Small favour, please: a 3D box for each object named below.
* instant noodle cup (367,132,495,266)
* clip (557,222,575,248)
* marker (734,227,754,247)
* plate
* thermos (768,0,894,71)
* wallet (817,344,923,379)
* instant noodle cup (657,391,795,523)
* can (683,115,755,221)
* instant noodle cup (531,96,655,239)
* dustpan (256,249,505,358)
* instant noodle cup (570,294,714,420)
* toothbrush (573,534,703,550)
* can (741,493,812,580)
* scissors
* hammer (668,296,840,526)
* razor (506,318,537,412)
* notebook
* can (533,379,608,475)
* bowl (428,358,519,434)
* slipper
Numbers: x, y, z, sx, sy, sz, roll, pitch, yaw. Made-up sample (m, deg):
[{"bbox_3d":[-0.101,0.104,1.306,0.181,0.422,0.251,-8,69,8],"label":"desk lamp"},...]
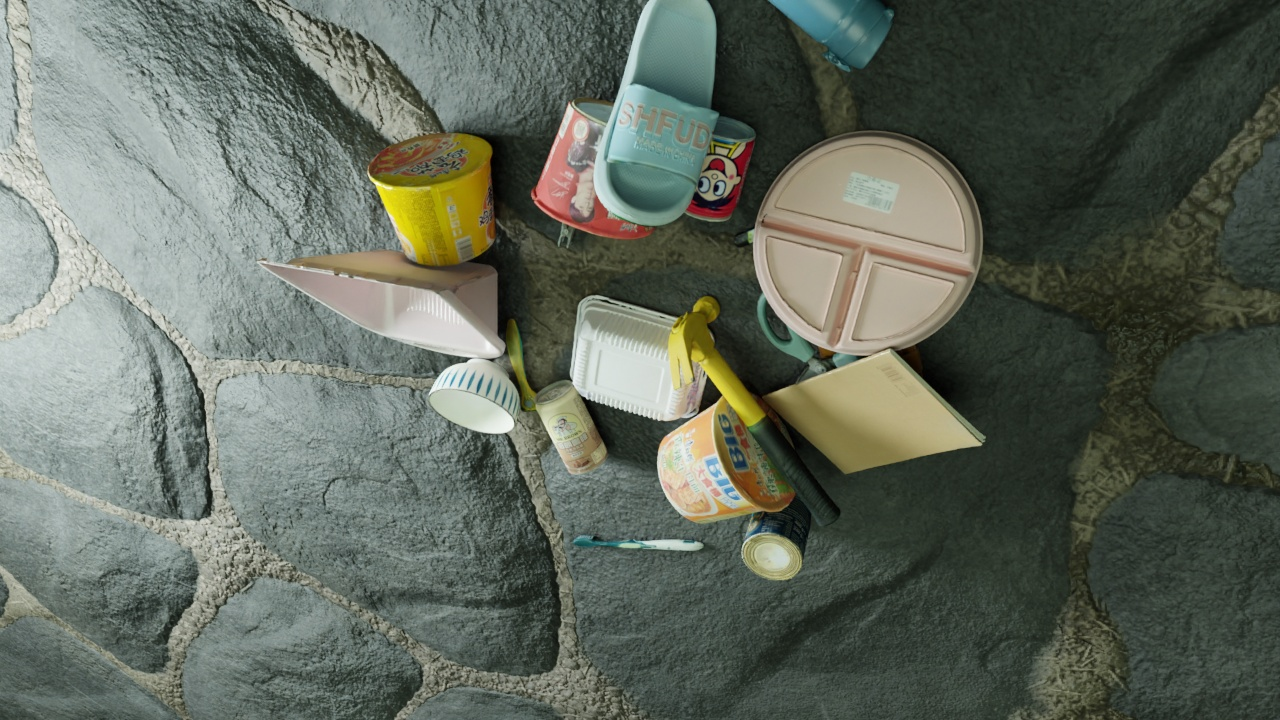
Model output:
[{"bbox_3d":[-0.227,-0.181,1.043,0.138,0.137,0.110,7,130,15],"label":"instant noodle cup"},{"bbox_3d":[-0.084,-0.156,1.068,0.041,0.026,0.058,16,127,1],"label":"clip"},{"bbox_3d":[0.155,-0.150,0.994,0.124,0.015,0.018,-20,110,31],"label":"marker"},{"bbox_3d":[0.226,-0.118,0.932,0.230,0.028,0.229,3,98,19],"label":"plate"},{"bbox_3d":[0.136,-0.357,0.846,0.220,0.070,0.070,39,124,-6],"label":"thermos"},{"bbox_3d":[0.266,0.002,1.031,0.119,0.035,0.131,-7,123,28],"label":"wallet"},{"bbox_3d":[0.100,0.123,1.102,0.112,0.151,0.151,-29,107,39],"label":"instant noodle cup"},{"bbox_3d":[0.078,-0.200,0.959,0.066,0.066,0.094,18,124,8],"label":"can"},{"bbox_3d":[-0.036,-0.204,0.961,0.138,0.137,0.109,22,118,6],"label":"instant noodle cup"},{"bbox_3d":[-0.274,-0.047,1.075,0.223,0.272,0.139,11,105,17],"label":"dustpan"},{"bbox_3d":[-0.007,0.007,1.116,0.173,0.060,0.138,15,123,8],"label":"instant noodle cup"},{"bbox_3d":[-0.004,0.256,1.289,0.192,0.018,0.016,-2,118,18],"label":"toothbrush"},{"bbox_3d":[0.172,0.211,1.142,0.075,0.110,0.075,9,122,14],"label":"can"},{"bbox_3d":[0.192,-0.029,1.006,0.181,0.019,0.171,34,135,-3],"label":"scissors"},{"bbox_3d":[0.133,0.070,1.052,0.033,0.128,0.301,-29,105,40],"label":"hammer"},{"bbox_3d":[-0.152,0.009,1.188,0.043,0.028,0.133,-1,117,23],"label":"razor"},{"bbox_3d":[0.252,0.064,1.026,0.149,0.012,0.212,41,148,-14],"label":"notebook"},{"bbox_3d":[-0.090,0.088,1.192,0.059,0.058,0.116,-14,114,25],"label":"can"},{"bbox_3d":[-0.209,0.040,1.189,0.116,0.066,0.117,12,151,7],"label":"bowl"},{"bbox_3d":[0.029,-0.244,0.871,0.104,0.245,0.074,15,170,-24],"label":"slipper"}]
